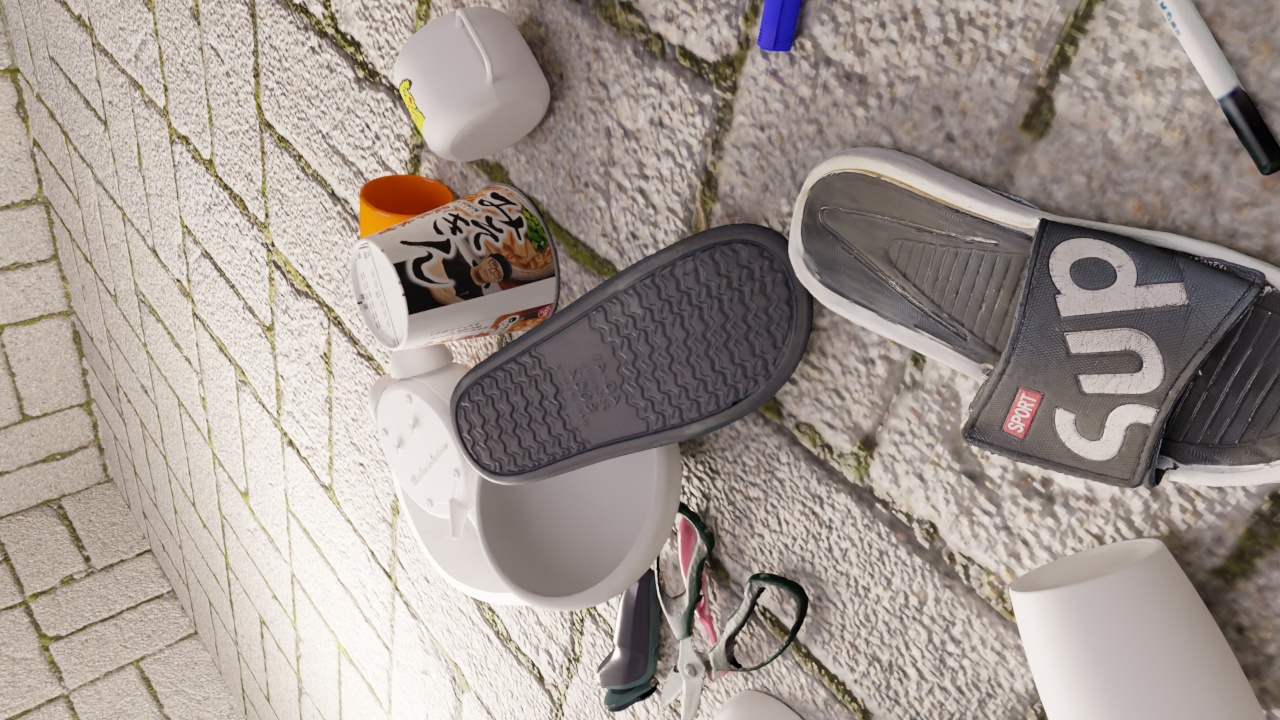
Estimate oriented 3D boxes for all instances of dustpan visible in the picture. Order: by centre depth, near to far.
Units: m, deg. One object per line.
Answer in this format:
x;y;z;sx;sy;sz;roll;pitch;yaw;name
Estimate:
-0.155;0.138;0.854;0.258;0.053;0.191;-13;100;58;dustpan

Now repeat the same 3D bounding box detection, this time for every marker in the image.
0.199;-0.136;0.343;0.011;0.011;0.152;-35;80;52;marker
0.078;-0.223;0.441;0.020;0.020;0.142;36;132;35;marker

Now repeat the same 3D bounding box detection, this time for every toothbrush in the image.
0.045;0.177;0.680;0.022;0.016;0.135;-2;106;42;toothbrush

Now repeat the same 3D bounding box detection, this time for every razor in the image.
-0.007;0.226;0.750;0.052;0.047;0.143;15;119;19;razor

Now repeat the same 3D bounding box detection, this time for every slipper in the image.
0.163;-0.019;0.405;0.264;0.063;0.111;36;133;38;slipper
-0.004;0.003;0.593;0.269;0.083;0.110;-26;90;27;slipper

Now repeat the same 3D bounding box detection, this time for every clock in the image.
-0.169;0.067;0.766;0.161;0.072;0.126;55;137;9;clock

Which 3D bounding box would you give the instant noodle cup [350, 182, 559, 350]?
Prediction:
-0.149;-0.066;0.712;0.124;0.121;0.124;26;126;42;instant noodle cup

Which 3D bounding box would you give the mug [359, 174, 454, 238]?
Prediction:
-0.207;-0.112;0.811;0.112;0.077;0.096;-111;25;-50;mug

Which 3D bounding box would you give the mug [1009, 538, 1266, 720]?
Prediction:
0.212;0.134;0.417;0.114;0.081;0.087;100;149;-79;mug

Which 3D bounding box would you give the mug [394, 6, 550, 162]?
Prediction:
-0.113;-0.190;0.623;0.068;0.094;0.116;61;165;7;mug

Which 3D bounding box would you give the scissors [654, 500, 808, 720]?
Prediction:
0.060;0.212;0.660;0.137;0.015;0.210;18;116;34;scissors

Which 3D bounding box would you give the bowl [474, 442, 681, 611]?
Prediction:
-0.037;0.094;0.672;0.177;0.066;0.176;-13;67;33;bowl

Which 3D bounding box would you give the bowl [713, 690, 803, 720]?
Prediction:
0.086;0.305;0.664;0.115;0.050;0.115;26;126;42;bowl
